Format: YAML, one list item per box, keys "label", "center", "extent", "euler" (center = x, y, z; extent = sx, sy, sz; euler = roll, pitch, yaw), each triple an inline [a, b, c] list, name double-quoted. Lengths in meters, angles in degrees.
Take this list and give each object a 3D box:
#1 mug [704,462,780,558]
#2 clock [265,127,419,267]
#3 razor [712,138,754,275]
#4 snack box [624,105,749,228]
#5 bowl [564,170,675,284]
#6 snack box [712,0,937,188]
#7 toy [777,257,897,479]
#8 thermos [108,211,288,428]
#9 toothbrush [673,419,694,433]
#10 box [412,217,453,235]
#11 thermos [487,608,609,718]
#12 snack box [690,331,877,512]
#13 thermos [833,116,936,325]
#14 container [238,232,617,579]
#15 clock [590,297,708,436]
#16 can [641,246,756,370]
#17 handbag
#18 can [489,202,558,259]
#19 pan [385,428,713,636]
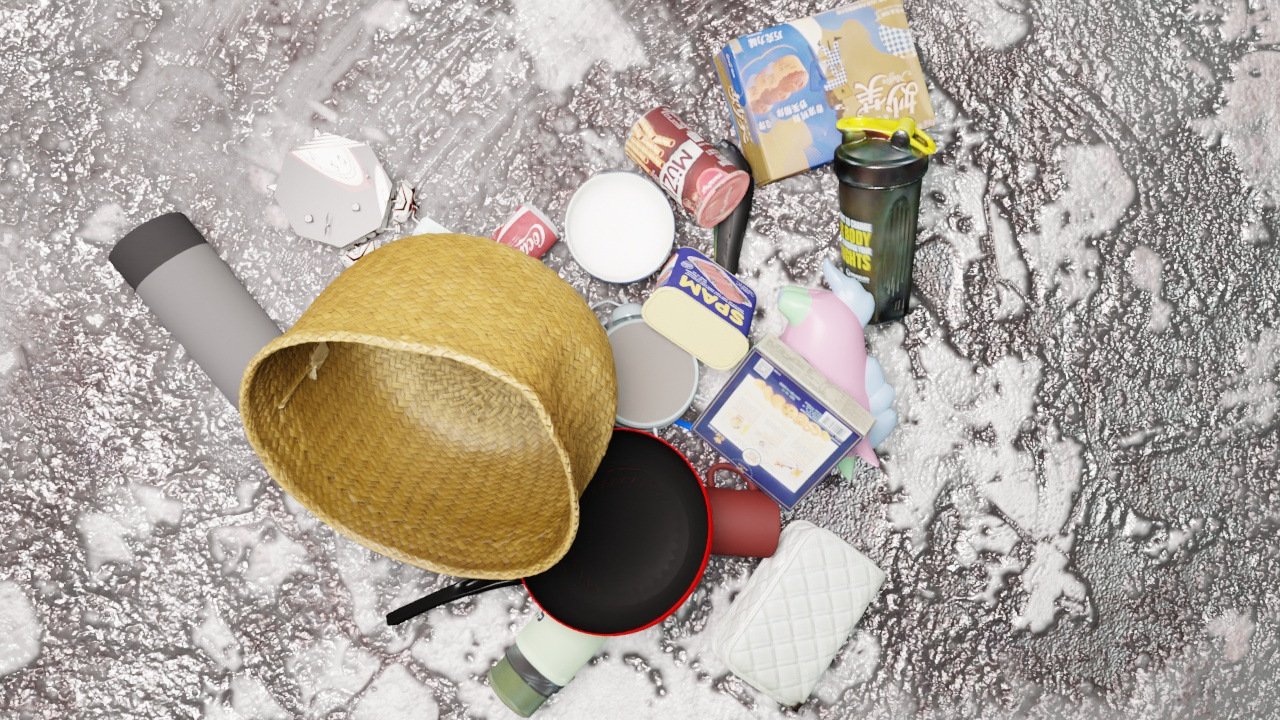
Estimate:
- label: "mug"
  center: [0.105, 0.165, 1.023]
  extent: [0.082, 0.073, 0.105]
  euler: [5, 63, -10]
- label: "clock"
  center: [-0.293, -0.158, 0.933]
  extent: [0.154, 0.065, 0.114]
  euler: [38, 86, -9]
- label: "razor"
  center: [0.091, -0.167, 1.016]
  extent: [0.067, 0.053, 0.151]
  euler: [6, 100, 16]
- label: "snack box"
  center: [0.048, -0.205, 0.965]
  extent: [0.072, 0.072, 0.121]
  euler: [-42, 71, -6]
- label: "bowl"
  center: [-0.026, -0.140, 0.983]
  extent: [0.118, 0.062, 0.118]
  euler: [-1, 93, -11]
- label: "snack box"
  center: [0.203, -0.297, 1.013]
  extent: [0.202, 0.069, 0.155]
  euler: [-20, 97, -9]
- label: "toy"
  center: [0.211, 0.010, 1.005]
  extent: [0.171, 0.120, 0.222]
  euler: [21, 105, 4]
- label: "thermos"
  center: [-0.410, -0.027, 0.911]
  extent: [0.082, 0.082, 0.240]
  euler: [-38, 98, -6]
- label: "toothbrush"
  center: [0.083, 0.085, 1.036]
  extent: [0.182, 0.018, 0.016]
  euler: [23, 64, -10]
- label: "box"
  center: [-0.149, -0.058, 0.930]
  extent: [0.197, 0.135, 0.040]
  euler: [32, 59, -9]
- label: "thermos"
  center: [-0.064, 0.281, 0.992]
  extent: [0.082, 0.082, 0.231]
  euler: [44, 84, -9]
- label: "snack box"
  center: [0.147, 0.068, 0.970]
  extent: [0.144, 0.145, 0.042]
  euler: [40, 41, 7]
- label: "thermos"
  center: [0.257, -0.149, 0.983]
  extent: [0.098, 0.098, 0.221]
  euler: [-14, 123, -9]
- label: "container"
  center: [-0.177, 0.034, 0.846]
  extent: [0.307, 0.196, 0.308]
  euler: [7, 130, 8]
- label: "clock"
  center: [-0.006, 0.006, 0.994]
  extent: [0.122, 0.045, 0.159]
  euler: [-39, 88, -11]
- label: "can"
  center: [0.067, -0.059, 0.984]
  extent: [0.116, 0.092, 0.057]
  euler: [34, 129, -10]
- label: "handbag"
  center: [0.177, 0.283, 1.037]
  extent: [0.139, 0.072, 0.194]
  euler: [38, 85, -18]
- label: "can"
  center: [-0.135, -0.116, 0.970]
  extent: [0.054, 0.054, 0.096]
  euler: [43, 85, -9]
- label: "pan"
  center: [-0.094, 0.204, 0.947]
  extent: [0.356, 0.067, 0.208]
  euler: [-25, 65, 8]
